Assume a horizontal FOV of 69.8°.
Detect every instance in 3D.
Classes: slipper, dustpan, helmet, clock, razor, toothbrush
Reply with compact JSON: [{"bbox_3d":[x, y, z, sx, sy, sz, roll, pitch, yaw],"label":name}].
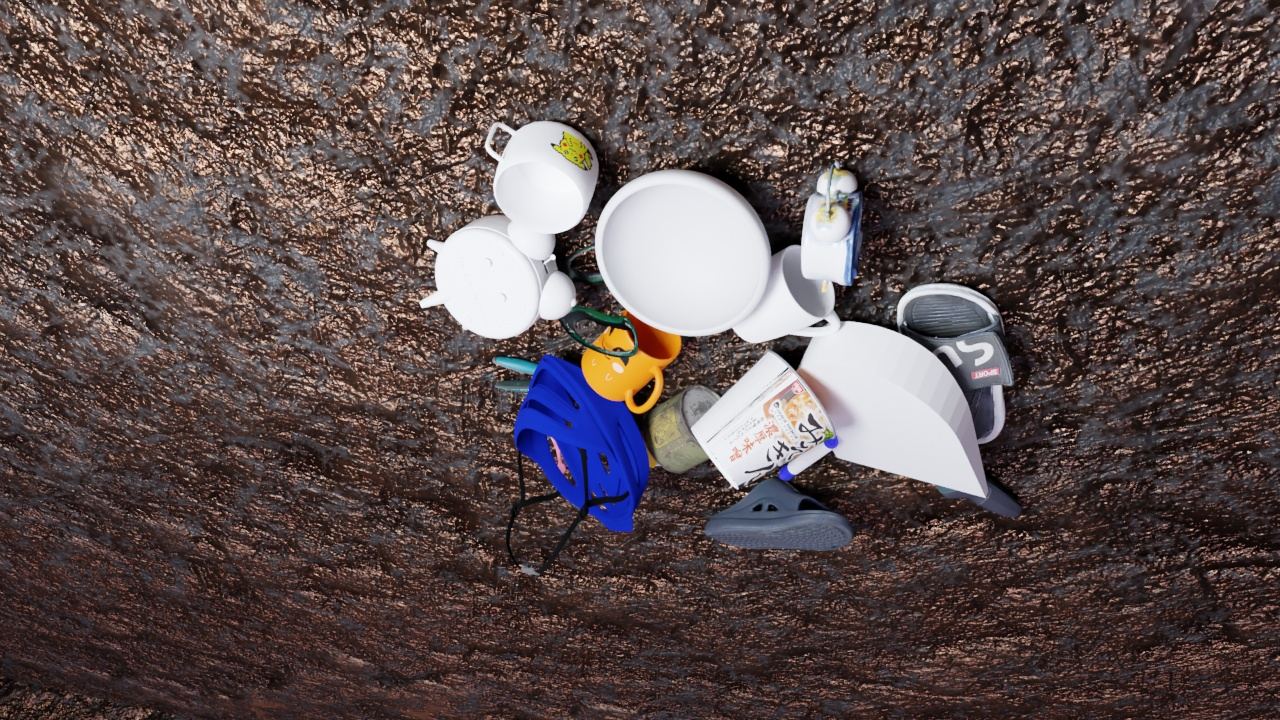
[{"bbox_3d":[0.192,0.213,1.269,0.110,0.083,0.269,24,157,-26],"label":"slipper"},{"bbox_3d":[0.349,0.020,1.009,0.111,0.063,0.264,-6,139,20],"label":"slipper"},{"bbox_3d":[0.279,0.052,1.038,0.192,0.053,0.258,13,156,39],"label":"dustpan"},{"bbox_3d":[-0.092,0.131,1.092,0.148,0.227,0.241,-7,121,45],"label":"helmet"},{"bbox_3d":[-0.154,-0.086,0.973,0.161,0.072,0.125,-9,113,28],"label":"clock"},{"bbox_3d":[0.433,0.168,1.174,0.143,0.047,0.052,28,113,-22],"label":"razor"},{"bbox_3d":[0.182,-0.127,0.862,0.052,0.088,0.125,7,141,16],"label":"clock"},{"bbox_3d":[-0.116,0.110,1.267,0.021,0.016,0.135,4,137,9],"label":"toothbrush"}]

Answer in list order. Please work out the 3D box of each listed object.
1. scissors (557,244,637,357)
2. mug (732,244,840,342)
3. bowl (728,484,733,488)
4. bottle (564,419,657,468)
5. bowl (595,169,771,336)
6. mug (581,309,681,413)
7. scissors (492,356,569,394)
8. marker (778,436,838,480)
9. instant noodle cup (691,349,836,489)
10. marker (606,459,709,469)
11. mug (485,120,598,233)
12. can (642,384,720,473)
[{"bbox_3d":[-0.081,-0.094,1.002,0.210,0.015,0.137,23,108,17],"label":"scissors"},{"bbox_3d":[0.153,-0.056,0.956,0.114,0.080,0.088,36,140,-25],"label":"mug"},{"bbox_3d":[0.153,0.107,1.142,0.114,0.050,0.115,-27,165,-8],"label":"bowl"},{"bbox_3d":[-0.045,0.102,1.216,0.143,0.043,0.043,17,140,-6],"label":"bottle"},{"bbox_3d":[0.047,-0.114,0.913,0.177,0.066,0.177,11,128,15],"label":"bowl"},{"bbox_3d":[-0.006,0.006,1.045,0.077,0.112,0.096,2,150,-36],"label":"mug"},{"bbox_3d":[-0.123,0.024,1.165,0.155,0.019,0.126,-23,131,32],"label":"scissors"},{"bbox_3d":[0.212,0.125,1.169,0.020,0.020,0.142,18,153,-7],"label":"marker"},{"bbox_3d":[0.131,0.073,1.025,0.121,0.123,0.124,-37,130,-4],"label":"instant noodle cup"},{"bbox_3d":[0.023,0.141,1.269,0.152,0.011,0.011,-7,136,22],"label":"marker"},{"bbox_3d":[-0.098,-0.183,0.881,0.115,0.067,0.095,35,135,-24],"label":"mug"},{"bbox_3d":[0.059,0.085,1.134,0.090,0.089,0.075,34,136,-23],"label":"can"}]
